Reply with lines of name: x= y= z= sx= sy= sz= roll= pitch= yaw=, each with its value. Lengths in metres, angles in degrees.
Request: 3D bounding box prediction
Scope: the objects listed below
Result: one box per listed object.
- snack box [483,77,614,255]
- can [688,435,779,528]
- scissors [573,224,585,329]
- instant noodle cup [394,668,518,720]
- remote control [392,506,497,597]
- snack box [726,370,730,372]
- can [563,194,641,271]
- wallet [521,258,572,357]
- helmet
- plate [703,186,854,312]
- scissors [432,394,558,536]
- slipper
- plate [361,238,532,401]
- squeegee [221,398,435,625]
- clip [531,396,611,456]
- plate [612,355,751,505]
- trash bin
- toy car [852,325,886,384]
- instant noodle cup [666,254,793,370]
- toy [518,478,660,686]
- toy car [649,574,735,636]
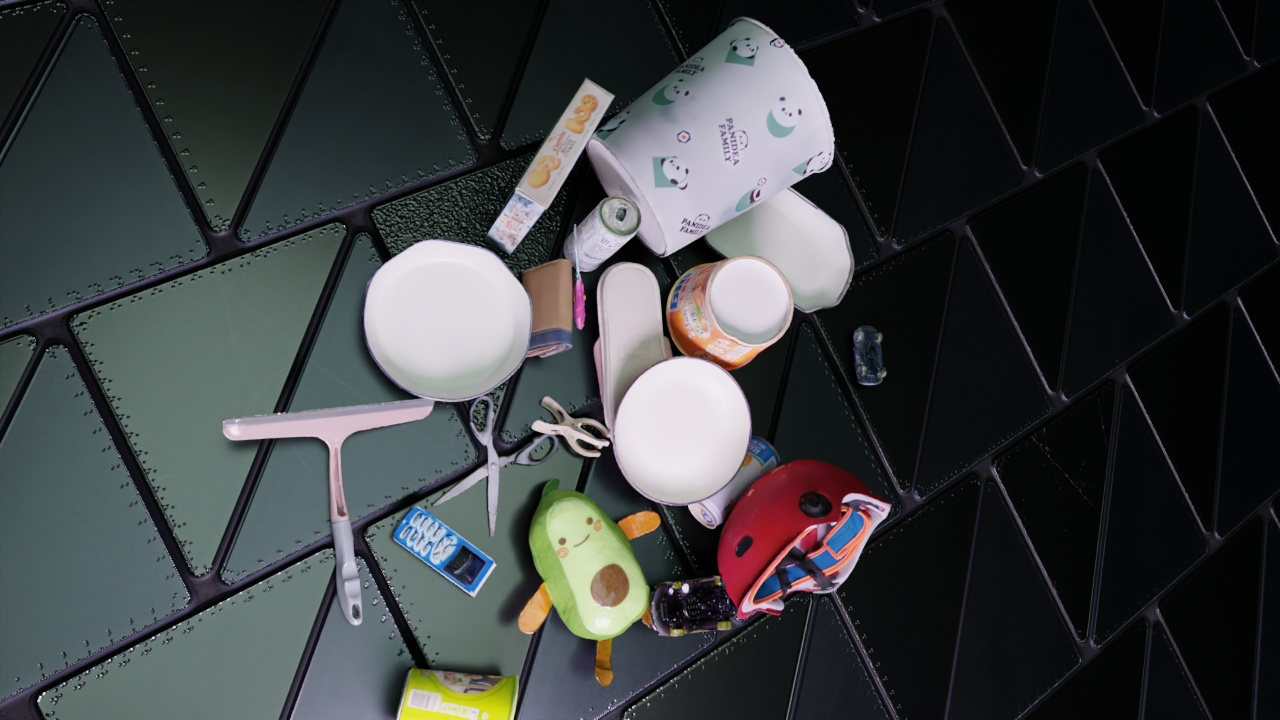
snack box: x=-0.118 y=-0.239 z=1.148 sx=0.046 sy=0.183 sz=0.177 roll=32 pitch=69 yaw=-12
can: x=0.126 y=0.164 z=1.237 sx=0.134 sy=0.053 sz=0.053 roll=-41 pitch=96 yaw=-24
scissors: x=-0.080 y=-0.109 z=1.176 sx=0.017 sy=0.118 sz=0.133 roll=-3 pitch=105 yaw=-2
instant noodle cup: x=-0.211 y=0.398 z=1.031 sx=0.123 sy=0.112 sz=0.111 roll=15 pitch=74 yaw=-10
remote control: x=-0.234 y=0.227 z=1.094 sx=0.125 sy=0.024 sz=0.049 roll=39 pitch=68 yaw=-9
snack box: x=0.121 y=-0.057 z=1.280 sx=0.125 sy=0.053 sz=0.113 roll=-40 pitch=95 yaw=-24
can: x=-0.051 y=-0.162 z=1.180 sx=0.058 sy=0.147 sz=0.058 roll=5 pitch=76 yaw=-21
wallet: x=-0.121 y=-0.065 z=1.168 sx=0.033 sy=0.090 sz=0.115 roll=10 pitch=74 yaw=-45
helmet: x=0.184 y=0.218 z=1.182 sx=0.239 sy=0.207 sz=0.144 roll=-15 pitch=50 yaw=-32
plate: x=0.195 y=-0.177 z=1.345 sx=0.265 sy=0.034 sz=0.161 roll=31 pitch=69 yaw=-13
scissors: x=-0.185 y=0.126 z=1.140 sx=0.178 sy=0.014 sz=0.159 roll=-31 pitch=91 yaw=-24
slipper: x=-0.007 y=0.007 z=1.213 sx=0.114 sy=0.054 sz=0.274 roll=-10 pitch=93 yaw=-19
plate: x=-0.238 y=-0.048 z=1.133 sx=0.204 sy=0.046 sz=0.204 roll=4 pitch=76 yaw=-18
squeegee: x=-0.343 y=0.177 z=1.053 sx=0.247 sy=0.040 sz=0.249 roll=-4 pitch=86 yaw=-40
clip: x=-0.088 y=0.087 z=1.173 sx=0.100 sy=0.035 sz=0.070 roll=26 pitch=41 yaw=-12
plate: x=0.050 y=0.089 z=1.184 sx=0.192 sy=0.039 sz=0.192 roll=-1 pitch=94 yaw=-20
trash bin: x=0.082 y=-0.279 z=1.199 sx=0.251 sy=0.230 sz=0.229 roll=-35 pitch=94 yaw=-8
toy car: x=0.338 y=-0.007 z=1.369 sx=0.043 sy=0.034 sz=0.090 roll=2 pitch=77 yaw=-19
instant noodle cup: x=0.122 y=-0.067 z=1.199 sx=0.151 sy=0.112 sz=0.151 roll=3 pitch=81 yaw=-17
toy: x=-0.057 y=0.262 z=1.124 sx=0.226 sy=0.090 sz=0.247 roll=-35 pitch=98 yaw=-34
toy car: x=0.066 y=0.312 z=1.172 sx=0.158 sy=0.042 sz=0.070 roll=9 pitch=74 yaw=-43
